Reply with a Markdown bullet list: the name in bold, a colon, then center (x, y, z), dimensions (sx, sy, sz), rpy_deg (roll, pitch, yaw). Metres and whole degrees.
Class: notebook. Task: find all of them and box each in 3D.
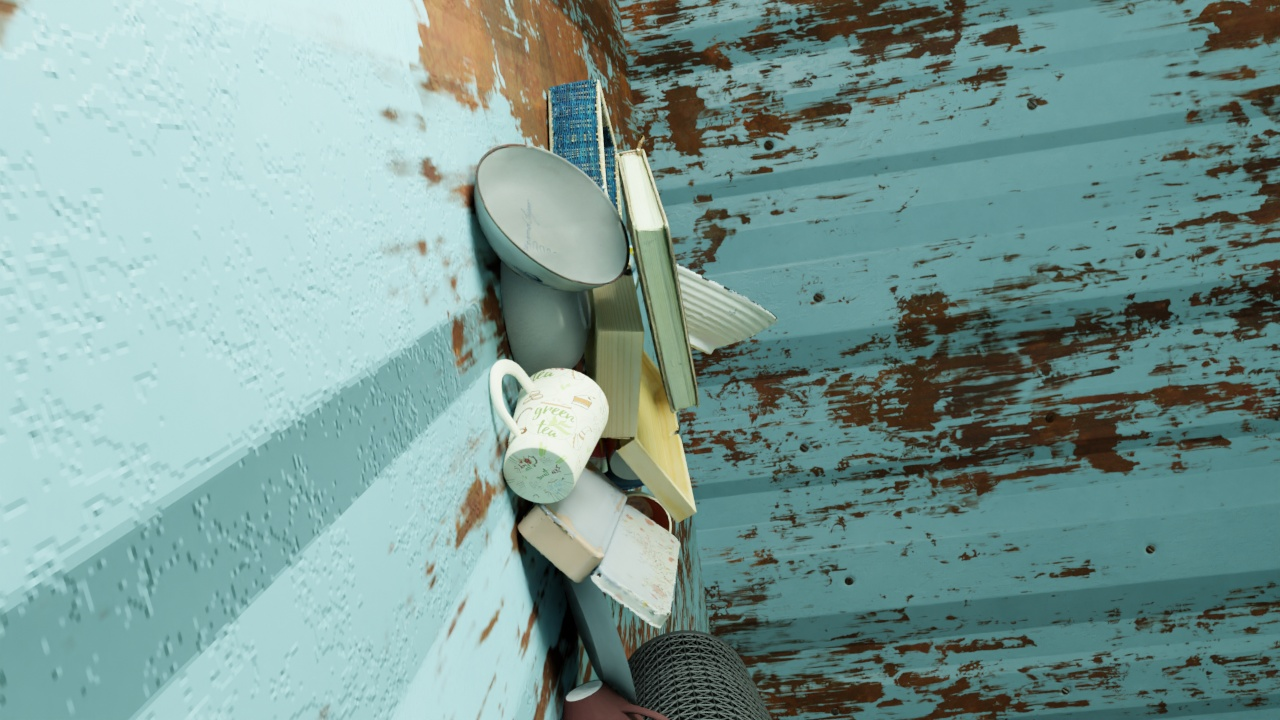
- **notebook**: center (0.014, -0.088, 0.876), dimensions (0.189, 0.034, 0.216), rpy_deg (-101, 179, -51)

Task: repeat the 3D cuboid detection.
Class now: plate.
- **plate**: center (-0.046, 0.250, 0.868), dimensions (0.173, 0.019, 0.173), rpy_deg (161, -90, -75)

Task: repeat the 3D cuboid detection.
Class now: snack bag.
- **snack bag**: center (-0.064, 0.076, 1.047), dimensions (0.077, 0.036, 0.116), rpy_deg (33, 50, -83)

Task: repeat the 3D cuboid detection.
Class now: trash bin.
- **trash bin**: center (0.060, 0.440, 1.027), dimensions (0.243, 0.217, 0.217), rpy_deg (-102, -178, -74)

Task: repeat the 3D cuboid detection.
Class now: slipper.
- **slipper**: center (-0.010, 0.140, 1.198), dimensions (0.213, 0.104, 0.059), rpy_deg (-71, 156, -86)

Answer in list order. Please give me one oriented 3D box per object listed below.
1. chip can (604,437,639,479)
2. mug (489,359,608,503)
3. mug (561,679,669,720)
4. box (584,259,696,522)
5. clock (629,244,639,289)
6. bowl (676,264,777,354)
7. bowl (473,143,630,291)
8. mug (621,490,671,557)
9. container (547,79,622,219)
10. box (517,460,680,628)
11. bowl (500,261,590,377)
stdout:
- **chip can**: center (-0.025, 0.054, 1.149), dimensions (0.210, 0.062, 0.062), rpy_deg (-107, -176, -51)
- **mug**: center (-0.085, 0.050, 0.760), dimensions (0.122, 0.081, 0.097), rpy_deg (57, 24, -24)
- **mug**: center (-0.022, 0.327, 0.802), dimensions (0.088, 0.114, 0.087), rpy_deg (68, 23, -1)
- **box**: center (-0.013, 0.007, 0.994), dimensions (0.247, 0.097, 0.261), rpy_deg (-98, 167, -57)
- **clock**: center (-0.038, -0.099, 1.158), dimensions (0.125, 0.051, 0.088), rpy_deg (-11, -110, 56)
- **bowl**: center (0.062, -0.053, 1.049), dimensions (0.071, 0.177, 0.177), rpy_deg (-64, 174, 0)
- **bowl**: center (-0.085, -0.110, 0.785), dimensions (0.057, 0.150, 0.150), rpy_deg (-43, -144, 38)
- **mug**: center (-0.013, 0.223, 1.197), dimensions (0.104, 0.085, 0.111), rpy_deg (164, -53, -85)
- **container**: center (-0.073, -0.251, 1.210), dimensions (0.145, 0.071, 0.187), rpy_deg (71, 12, -63)
- **box**: center (-0.030, 0.163, 0.849), dimensions (0.148, 0.043, 0.216), rpy_deg (46, 7, 0)
- **bowl**: center (-0.083, -0.050, 0.866), dimensions (0.131, 0.064, 0.132), rpy_deg (-6, 89, -84)
